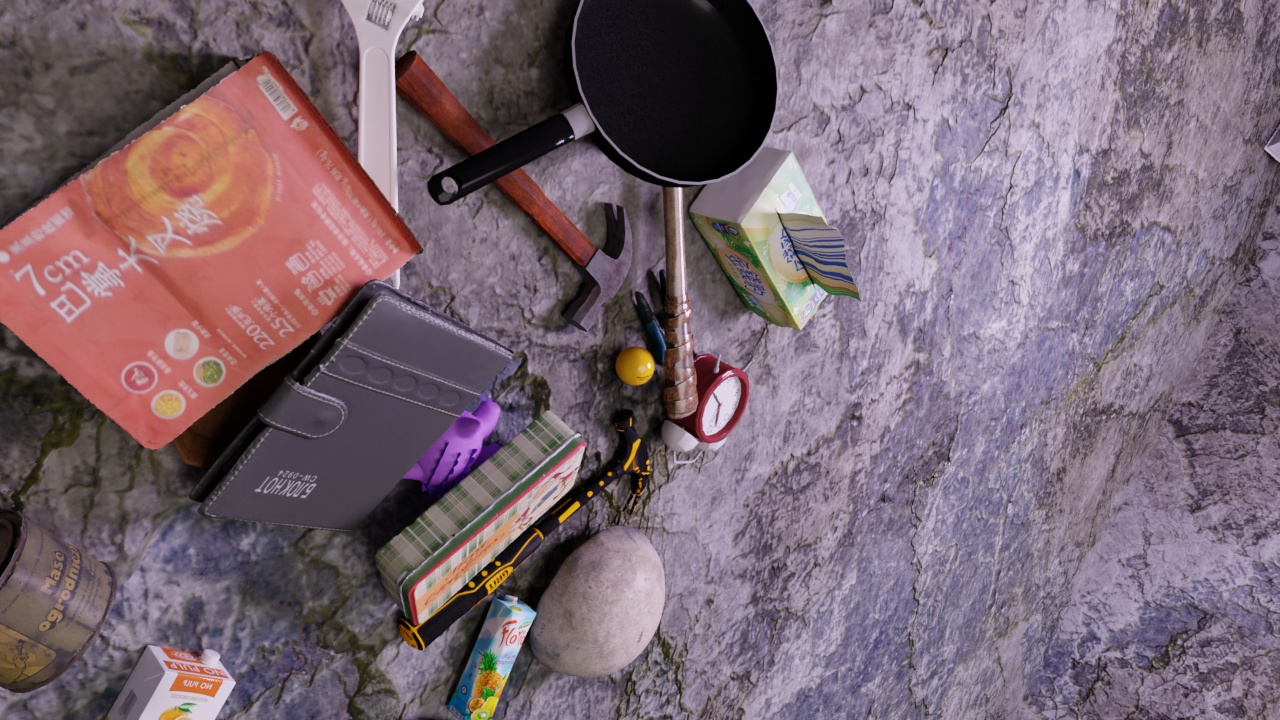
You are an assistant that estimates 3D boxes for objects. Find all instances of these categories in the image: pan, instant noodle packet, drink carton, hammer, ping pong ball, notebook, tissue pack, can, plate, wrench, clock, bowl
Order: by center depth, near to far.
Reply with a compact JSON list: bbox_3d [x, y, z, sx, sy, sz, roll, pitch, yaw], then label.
[{"bbox_3d":[-0.391,0.148,0.569,0.089,0.090,0.074,-50,135,-18],"label":"can"},{"bbox_3d":[-0.279,-0.066,0.589,0.220,0.084,0.164,-46,126,-19],"label":"instant noodle packet"},{"bbox_3d":[-0.287,0.021,0.668,0.131,0.025,0.131,-20,120,-39],"label":"plate"},{"bbox_3d":[-0.193,-0.172,0.672,0.066,0.018,0.274,2,113,-10],"label":"wrench"},{"bbox_3d":[-0.364,0.277,0.688,0.058,0.040,0.122,35,81,-47],"label":"drink carton"},{"bbox_3d":[-0.210,0.045,0.689,0.209,0.029,0.169,-50,150,6],"label":"notebook"},{"bbox_3d":[-0.029,-0.213,0.773,0.354,0.044,0.204,-34,102,-24],"label":"pan"},{"bbox_3d":[-0.102,-0.147,0.786,0.111,0.028,0.300,-57,137,-10],"label":"hammer"},{"bbox_3d":[0.036,-0.094,0.916,0.121,0.049,0.319,-21,116,-42],"label":"hammer"},{"bbox_3d":[-0.104,0.178,0.920,0.319,0.036,0.123,-36,131,-33],"label":"hammer"},{"bbox_3d":[-0.148,0.300,0.921,0.044,0.039,0.129,23,90,-48],"label":"drink carton"},{"bbox_3d":[-0.006,0.005,0.940,0.040,0.040,0.040,-20,120,-39],"label":"ping pong ball"},{"bbox_3d":[0.164,-0.123,0.983,0.120,0.141,0.197,-58,137,-10],"label":"tissue pack"},{"bbox_3d":[-0.027,0.273,0.988,0.178,0.081,0.179,-30,133,-39],"label":"bowl"},{"bbox_3d":[0.073,0.054,1.027,0.096,0.048,0.138,6,108,-51],"label":"clock"}]

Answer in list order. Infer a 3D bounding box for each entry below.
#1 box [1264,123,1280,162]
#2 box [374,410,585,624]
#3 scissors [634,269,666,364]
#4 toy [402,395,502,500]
[{"bbox_3d":[1.885,-0.500,2.312,0.166,0.513,0.173,-52,142,-11],"label":"box"},{"bbox_3d":[-0.138,0.141,0.822,0.205,0.050,0.118,-39,160,-28],"label":"box"},{"bbox_3d":[0.031,-0.034,0.977,0.126,0.019,0.144,2,107,-47],"label":"scissors"},{"bbox_3d":[-0.165,0.074,0.793,0.106,0.056,0.088,21,104,-37],"label":"toy"}]
